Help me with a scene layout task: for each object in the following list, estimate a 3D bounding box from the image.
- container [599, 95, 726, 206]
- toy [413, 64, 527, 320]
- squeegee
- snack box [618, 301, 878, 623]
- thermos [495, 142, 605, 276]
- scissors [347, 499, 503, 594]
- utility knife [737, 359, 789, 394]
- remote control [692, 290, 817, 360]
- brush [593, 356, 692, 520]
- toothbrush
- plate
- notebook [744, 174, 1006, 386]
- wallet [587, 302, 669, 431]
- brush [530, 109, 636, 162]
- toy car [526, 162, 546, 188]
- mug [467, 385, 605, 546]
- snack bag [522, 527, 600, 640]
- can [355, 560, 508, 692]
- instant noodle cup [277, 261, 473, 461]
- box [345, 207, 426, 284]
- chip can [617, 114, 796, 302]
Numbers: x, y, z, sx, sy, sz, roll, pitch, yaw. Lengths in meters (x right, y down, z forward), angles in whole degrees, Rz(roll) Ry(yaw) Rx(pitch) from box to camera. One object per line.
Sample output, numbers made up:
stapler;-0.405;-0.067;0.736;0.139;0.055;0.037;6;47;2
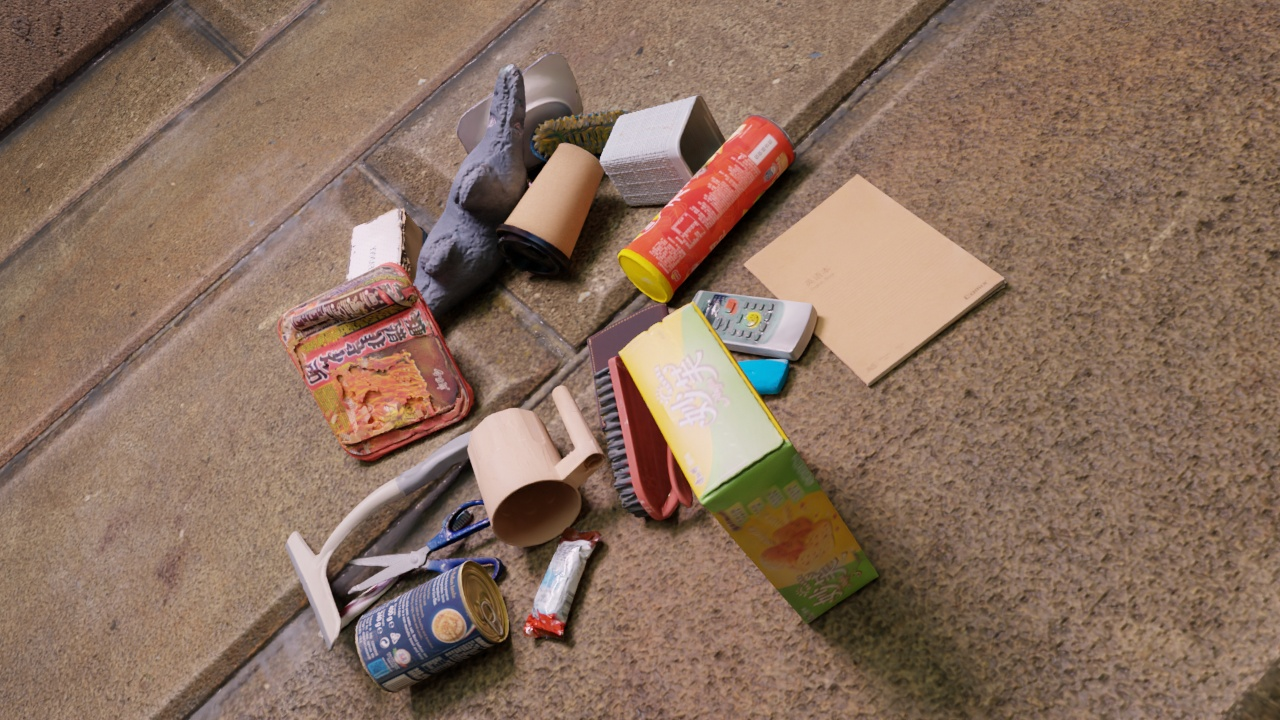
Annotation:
container;0.025;-0.233;1.038;0.112;0.090;0.089;0;55;33
toy;-0.198;-0.165;1.069;0.091;0.137;0.357;30;101;20
squeegee;-0.242;0.136;0.910;0.246;0.039;0.247;-40;27;-16
snack box;0.081;0.079;0.673;0.070;0.210;0.157;-34;45;4
thermos;-0.099;-0.170;1.043;0.093;0.093;0.143;18;77;38
scissors;-0.204;0.180;0.877;0.169;0.012;0.146;16;75;26
utility knife;0.054;0.017;0.854;0.166;0.018;0.034;-2;58;17
remote control;0.101;-0.035;0.878;0.135;0.019;0.056;11;65;39
brush;0.008;0.068;0.807;0.069;0.063;0.145;-23;69;33
toothbrush;-0.240;0.206;0.892;0.187;0.017;0.016;-39;49;-4
plate;-0.139;-0.288;1.137;0.164;0.164;0.034;-36;71;-4
notebook;0.210;-0.082;0.864;0.149;0.012;0.211;-38;46;1
wallet;-0.005;0.005;0.915;0.096;0.020;0.122;-25;47;15
brush;-0.064;-0.273;1.125;0.144;0.055;0.073;-10;6;-7
toy car;-0.107;-0.217;1.138;0.056;0.037;0.122;-32;33;-5
mug;-0.096;0.093;0.847;0.125;0.084;0.103;-44;43;11
snack bag;-0.069;0.192;0.798;0.045;0.026;0.105;-5;52;38
can;-0.182;0.232;0.798;0.111;0.075;0.075;-28;46;8
instant noodle cup;-0.279;0.000;0.998;0.165;0.189;0.079;-22;12;12
box;-0.325;-0.120;1.173;0.090;0.059;0.184;-20;46;15
chip can;0.071;-0.161;0.964;0.216;0.073;0.073;-49;47;-11
